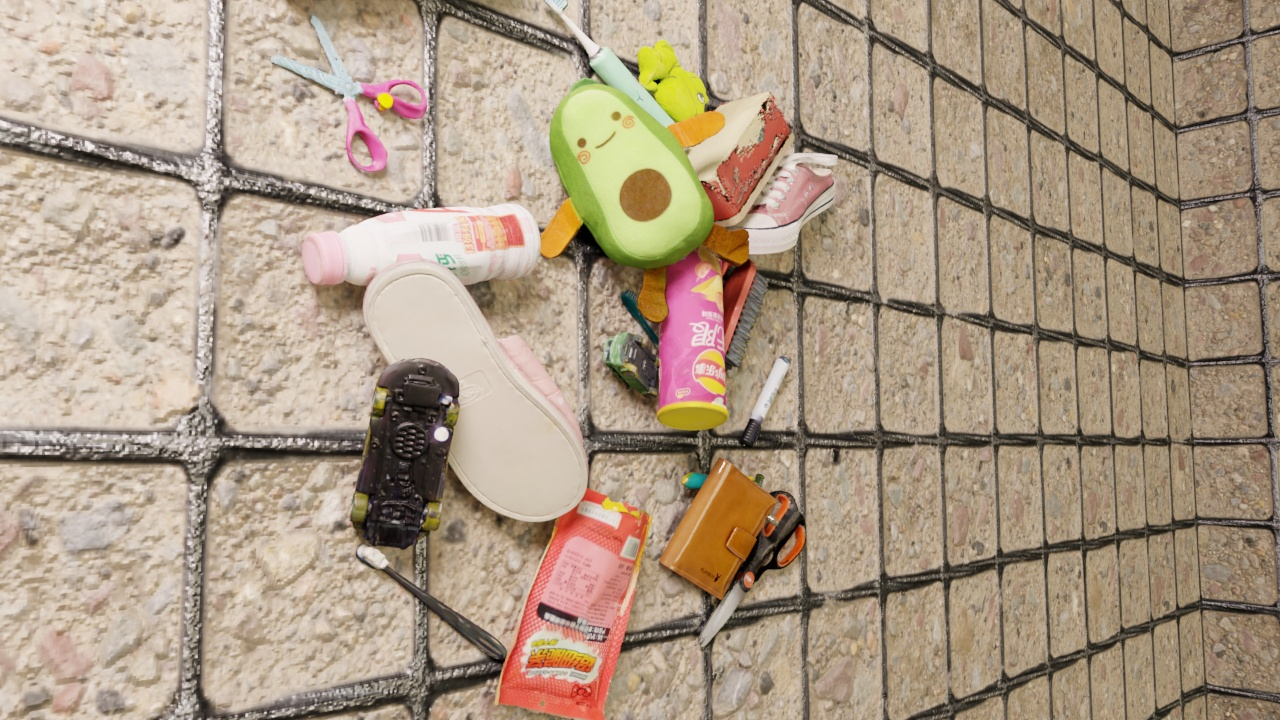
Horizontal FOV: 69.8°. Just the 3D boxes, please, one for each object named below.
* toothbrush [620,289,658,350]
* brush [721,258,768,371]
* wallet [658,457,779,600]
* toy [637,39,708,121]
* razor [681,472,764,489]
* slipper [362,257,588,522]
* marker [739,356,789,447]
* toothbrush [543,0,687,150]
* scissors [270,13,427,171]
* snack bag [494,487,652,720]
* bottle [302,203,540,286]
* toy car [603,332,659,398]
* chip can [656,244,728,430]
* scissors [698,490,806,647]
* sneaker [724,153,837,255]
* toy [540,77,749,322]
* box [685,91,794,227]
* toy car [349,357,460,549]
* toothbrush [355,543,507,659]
[{"bbox_3d":[0.034,-0.004,0.999,0.191,0.016,0.018,53,43,-27],"label":"toothbrush"},{"bbox_3d":[0.095,-0.059,1.031,0.069,0.063,0.145,33,62,-17],"label":"brush"},{"bbox_3d":[0.090,0.188,1.009,0.119,0.035,0.130,38,78,-34],"label":"wallet"},{"bbox_3d":[0.036,-0.304,1.015,0.096,0.031,0.100,-35,106,-40],"label":"toy"},{"bbox_3d":[0.088,0.140,1.028,0.132,0.028,0.043,14,97,-44],"label":"razor"},{"bbox_3d":[-0.135,0.029,0.779,0.114,0.054,0.274,-32,118,2],"label":"slipper"},{"bbox_3d":[0.151,0.049,1.106,0.022,0.018,0.130,54,53,-37],"label":"marker"},{"bbox_3d":[-0.024,-0.297,0.960,0.027,0.026,0.224,-46,124,5],"label":"toothbrush"},{"bbox_3d":[-0.238,-0.214,0.755,0.133,0.017,0.125,14,80,-38],"label":"scissors"},{"bbox_3d":[-0.056,0.229,0.862,0.128,0.073,0.207,28,73,-36],"label":"snack bag"},{"bbox_3d":[-0.180,-0.092,0.767,0.196,0.068,0.068,-13,95,-40],"label":"bottle"},{"bbox_3d":[-0.006,0.005,0.942,0.091,0.036,0.043,45,49,-49],"label":"toy car"},{"bbox_3d":[0.052,-0.038,0.951,0.071,0.072,0.210,22,59,-41],"label":"chip can"},{"bbox_3d":[0.138,0.257,1.070,0.136,0.022,0.234,44,58,-33],"label":"scissors"},{"bbox_3d":[0.162,-0.195,1.078,0.240,0.118,0.088,-39,131,-45],"label":"sneaker"},{"bbox_3d":[-0.003,-0.168,0.902,0.226,0.090,0.247,-38,96,-11],"label":"toy"},{"bbox_3d":[0.096,-0.229,1.024,0.079,0.091,0.167,53,53,-31],"label":"box"},{"bbox_3d":[-0.186,0.074,0.730,0.070,0.042,0.158,12,97,-19],"label":"toy car"},{"bbox_3d":[-0.172,0.209,0.780,0.181,0.018,0.015,49,53,-31],"label":"toothbrush"}]
